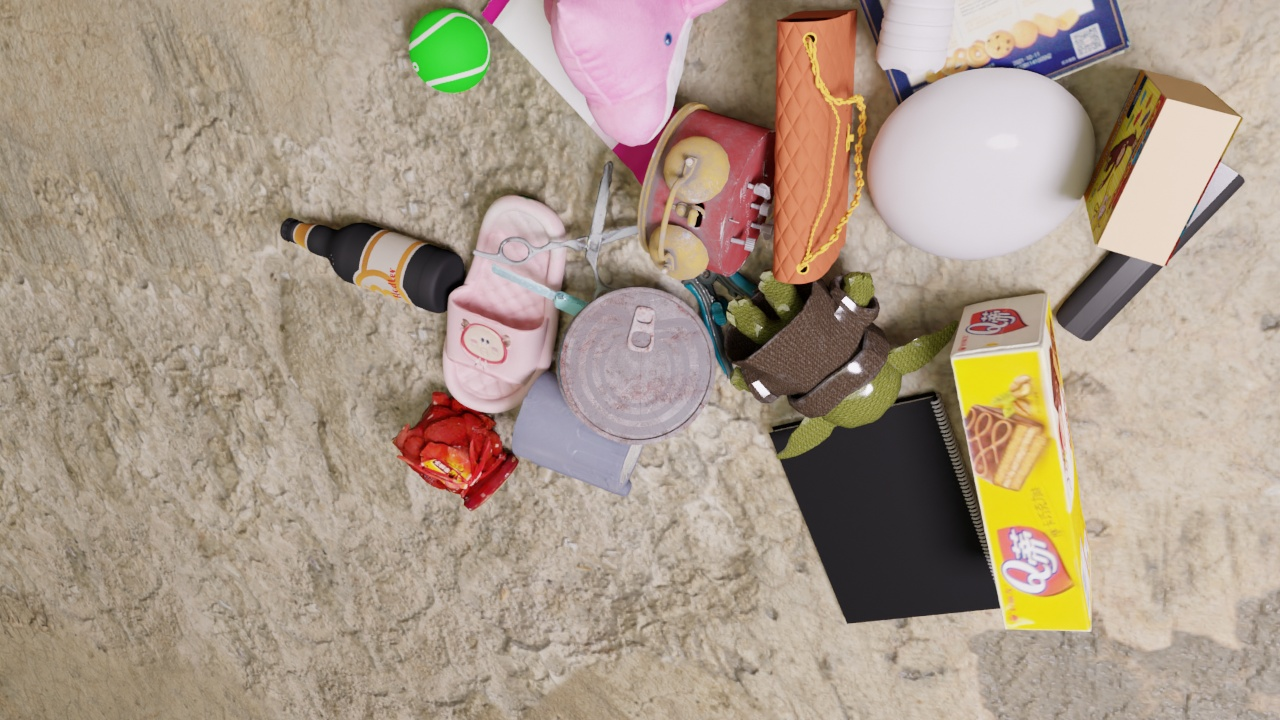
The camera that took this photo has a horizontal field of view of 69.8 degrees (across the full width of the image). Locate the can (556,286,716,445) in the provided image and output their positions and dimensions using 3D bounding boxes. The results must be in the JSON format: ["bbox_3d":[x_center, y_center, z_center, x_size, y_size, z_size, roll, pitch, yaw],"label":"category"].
[{"bbox_3d":[-0.005,0.004,0.773,0.130,0.044,0.130,0,90,-9],"label":"can"}]

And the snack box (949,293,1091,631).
[{"bbox_3d":[0.289,0.076,0.686,0.062,0.109,0.230,-8,110,29],"label":"snack box"}]

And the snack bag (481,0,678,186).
[{"bbox_3d":[-0.040,-0.231,0.735,0.196,0.016,0.070,46,120,-3],"label":"snack bag"}]

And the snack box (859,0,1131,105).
[{"bbox_3d":[0.223,-0.244,0.602,0.145,0.042,0.145,-17,106,29],"label":"snack box"}]

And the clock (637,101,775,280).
[{"bbox_3d":[0.054,-0.116,0.666,0.081,0.158,0.117,22,120,18],"label":"clock"}]

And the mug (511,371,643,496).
[{"bbox_3d":[-0.054,0.078,0.858,0.104,0.083,0.124,20,143,11],"label":"mug"}]

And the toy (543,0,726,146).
[{"bbox_3d":[-0.020,-0.283,0.616,0.187,0.127,0.265,0,91,33],"label":"toy"}]

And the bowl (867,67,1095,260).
[{"bbox_3d":[0.232,-0.121,0.627,0.149,0.043,0.150,7,135,7],"label":"bowl"}]

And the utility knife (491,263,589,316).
[{"bbox_3d":[-0.055,-0.045,0.795,0.165,0.015,0.022,24,129,-16],"label":"utility knife"}]

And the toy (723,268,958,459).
[{"bbox_3d":[0.137,-0.008,0.716,0.152,0.078,0.180,36,118,-23],"label":"toy"}]

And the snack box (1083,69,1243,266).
[{"bbox_3d":[0.318,-0.124,0.570,0.040,0.125,0.088,20,120,13],"label":"snack box"}]

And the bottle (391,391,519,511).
[{"bbox_3d":[-0.182,0.088,0.901,0.111,0.098,0.099,46,122,-8],"label":"bottle"}]

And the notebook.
[{"bbox_3d":[0.218,0.135,0.800,0.149,0.016,0.207,-15,107,29],"label":"notebook"}]

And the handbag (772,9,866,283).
[{"bbox_3d":[0.126,-0.152,0.648,0.060,0.108,0.172,7,116,20],"label":"handbag"}]

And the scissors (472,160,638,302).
[{"bbox_3d":[-0.054,-0.096,0.774,0.175,0.014,0.142,-10,125,2],"label":"scissors"}]

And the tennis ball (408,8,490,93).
[{"bbox_3d":[-0.155,-0.251,0.745,0.065,0.065,0.065,9,117,19],"label":"tennis ball"}]

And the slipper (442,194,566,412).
[{"bbox_3d":[-0.125,-0.045,0.836,0.107,0.055,0.222,25,118,9],"label":"slipper"}]

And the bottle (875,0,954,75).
[{"bbox_3d":[0.179,-0.249,0.566,0.044,0.044,0.136,13,119,17],"label":"bottle"}]

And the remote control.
[{"bbox_3d":[0.353,-0.075,0.643,0.033,0.015,0.147,35,122,4],"label":"remote control"}]

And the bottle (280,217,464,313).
[{"bbox_3d":[-0.258,-0.099,0.865,0.182,0.059,0.059,19,119,14],"label":"bottle"}]

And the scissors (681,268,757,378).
[{"bbox_3d":[0.078,-0.052,0.769,0.125,0.019,0.155,3,116,21],"label":"scissors"}]
